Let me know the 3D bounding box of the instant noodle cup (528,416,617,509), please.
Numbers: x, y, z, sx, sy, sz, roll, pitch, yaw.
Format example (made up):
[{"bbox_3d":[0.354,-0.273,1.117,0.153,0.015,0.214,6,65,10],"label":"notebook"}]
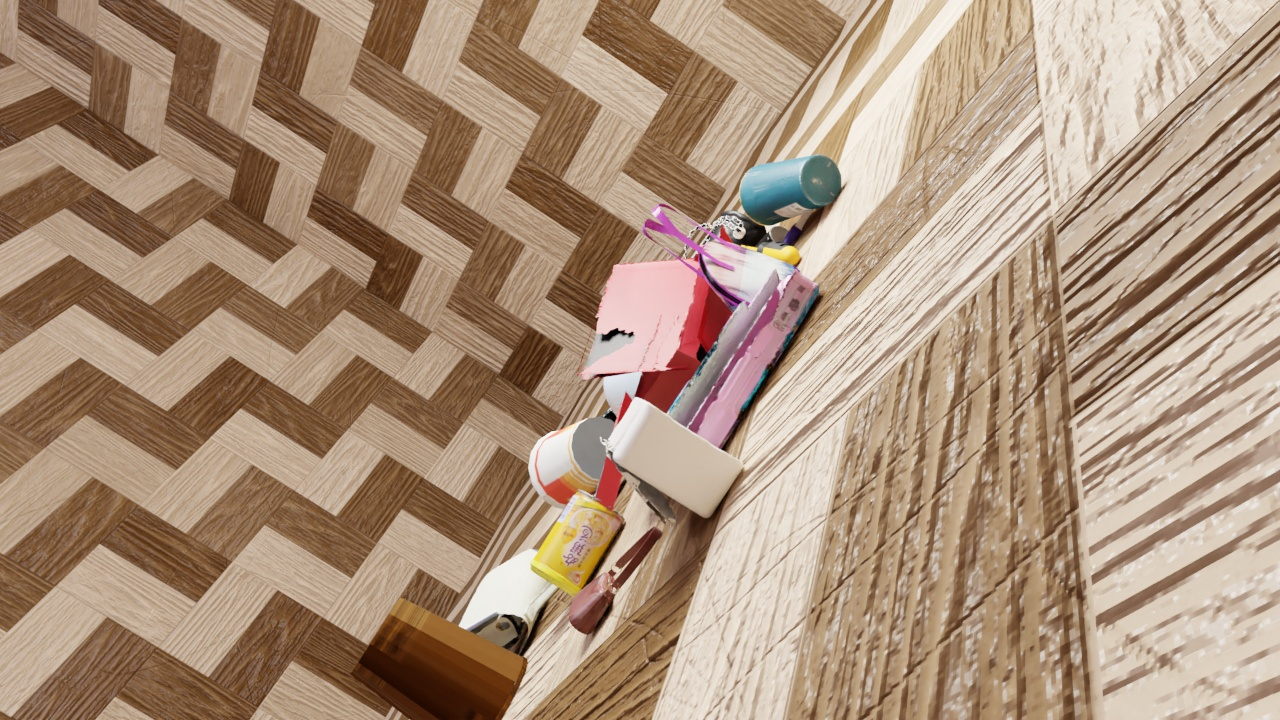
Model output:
[{"bbox_3d":[-0.083,0.145,1.340,0.121,0.123,0.123,-37,19,55],"label":"instant noodle cup"}]

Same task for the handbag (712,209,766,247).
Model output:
[{"bbox_3d":[0.100,-0.142,1.285,0.153,0.115,0.125,-54,-8,-6],"label":"handbag"}]

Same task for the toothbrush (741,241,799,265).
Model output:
[{"bbox_3d":[0.154,-0.133,1.121,0.196,0.031,0.031,-135,54,-75],"label":"toothbrush"}]

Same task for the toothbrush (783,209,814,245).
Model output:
[{"bbox_3d":[0.192,-0.160,1.142,0.187,0.015,0.016,-56,5,4],"label":"toothbrush"}]

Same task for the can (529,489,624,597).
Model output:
[{"bbox_3d":[-0.072,0.208,1.043,0.105,0.067,0.068,-58,5,-15],"label":"can"}]

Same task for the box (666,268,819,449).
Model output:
[{"bbox_3d":[0.076,0.014,0.853,0.230,0.063,0.085,-57,4,-4],"label":"box"}]

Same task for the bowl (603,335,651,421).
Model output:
[{"bbox_3d":[-0.003,0.015,1.388,0.151,0.075,0.150,-42,14,12],"label":"bowl"}]

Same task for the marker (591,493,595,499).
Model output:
[{"bbox_3d":[-0.081,0.226,1.318,0.134,0.020,0.017,-53,8,43],"label":"marker"}]

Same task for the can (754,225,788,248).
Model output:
[{"bbox_3d":[0.164,-0.142,1.196,0.031,0.031,0.081,-59,5,-32],"label":"can"}]

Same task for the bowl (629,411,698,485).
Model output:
[{"bbox_3d":[0.034,0.085,0.939,0.119,0.032,0.119,-57,-6,-9],"label":"bowl"}]

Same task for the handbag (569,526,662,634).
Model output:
[{"bbox_3d":[-0.021,0.199,0.856,0.120,0.029,0.055,-50,8,14],"label":"handbag"}]

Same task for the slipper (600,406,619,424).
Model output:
[{"bbox_3d":[-0.053,0.120,1.507,0.111,0.063,0.265,-59,8,-29],"label":"slipper"}]

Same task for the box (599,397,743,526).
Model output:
[{"bbox_3d":[0.010,0.095,0.747,0.101,0.102,0.108,-59,6,-5],"label":"box"}]

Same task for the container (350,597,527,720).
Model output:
[{"bbox_3d":[-0.239,0.366,1.075,0.132,0.167,0.132,-56,4,6],"label":"container"}]

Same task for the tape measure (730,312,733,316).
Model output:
[{"bbox_3d":[0.126,-0.074,1.106,0.066,0.036,0.058,-53,6,32],"label":"tape measure"}]

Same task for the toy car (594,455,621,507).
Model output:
[{"bbox_3d":[-0.043,0.172,1.232,0.060,0.027,0.107,97,-171,-72],"label":"toy car"}]

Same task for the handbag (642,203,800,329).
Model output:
[{"bbox_3d":[0.079,-0.105,0.965,0.068,0.170,0.144,-55,5,26],"label":"handbag"}]

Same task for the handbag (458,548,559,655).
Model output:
[{"bbox_3d":[-0.144,0.312,1.204,0.176,0.074,0.151,-35,13,19],"label":"handbag"}]

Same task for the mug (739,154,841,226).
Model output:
[{"bbox_3d":[0.182,-0.207,1.103,0.078,0.078,0.121,-58,21,-12],"label":"mug"}]

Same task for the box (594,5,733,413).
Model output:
[{"bbox_3d":[0.039,-0.130,0.980,0.212,0.128,0.426,-73,-17,-46],"label":"box"}]
